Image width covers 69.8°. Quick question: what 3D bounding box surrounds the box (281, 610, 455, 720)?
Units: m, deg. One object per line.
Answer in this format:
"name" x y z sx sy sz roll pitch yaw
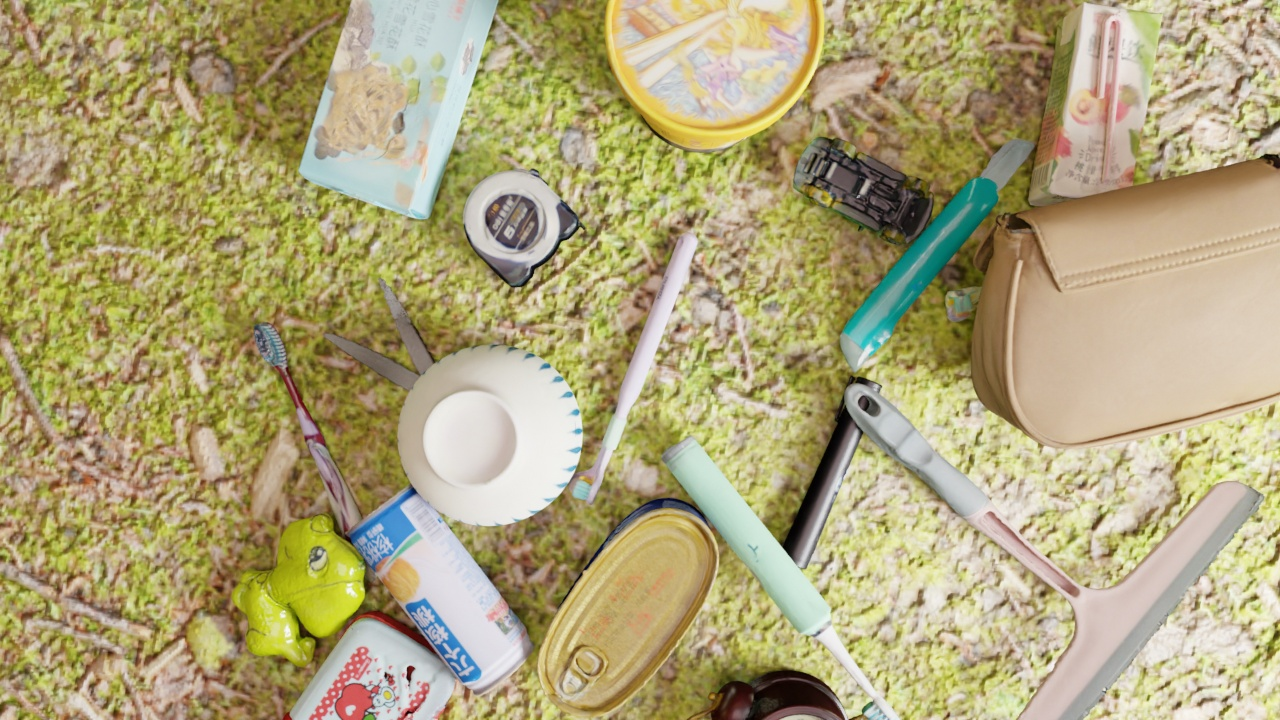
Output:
"box" -0.202 0.265 0.601 0.086 0.047 0.201 33 91 0

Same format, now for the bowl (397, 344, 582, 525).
"bowl" -0.097 0.047 0.567 0.116 0.066 0.116 0 90 3

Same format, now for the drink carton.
"drink carton" 0.286 -0.158 0.578 0.053 0.045 0.122 9 91 2

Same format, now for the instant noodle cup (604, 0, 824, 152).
"instant noodle cup" 0.041 -0.180 0.547 0.118 0.114 0.118 0 91 1

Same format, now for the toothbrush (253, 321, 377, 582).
"toothbrush" -0.214 0.061 0.608 0.016 0.017 0.187 -23 91 1

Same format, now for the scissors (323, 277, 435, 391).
"scissors" -0.129 0.028 0.610 0.178 0.014 0.159 4 90 3

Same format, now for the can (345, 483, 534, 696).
"can" -0.128 0.147 0.591 0.053 0.053 0.134 -37 91 2

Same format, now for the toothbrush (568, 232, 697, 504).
"toothbrush" -0.004 0.003 0.602 0.021 0.029 0.189 22 91 -40

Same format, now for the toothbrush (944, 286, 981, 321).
"toothbrush" 0.292 -0.057 0.595 0.189 0.029 0.020 -13 51 0

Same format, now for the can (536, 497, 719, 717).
"can" -0.008 0.156 0.591 0.074 0.049 0.148 35 92 0

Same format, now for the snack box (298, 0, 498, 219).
"snack box" -0.149 -0.184 0.582 0.074 0.051 0.175 18 93 1

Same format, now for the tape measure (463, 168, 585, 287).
"tape measure" -0.080 -0.089 0.593 0.066 0.033 0.066 -43 93 0

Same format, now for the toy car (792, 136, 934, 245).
"toy car" 0.141 -0.108 0.586 0.091 0.036 0.043 27 91 1

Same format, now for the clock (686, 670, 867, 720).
"clock" 0.085 0.247 0.589 0.122 0.055 0.082 4 92 -2

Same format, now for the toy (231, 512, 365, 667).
"toy" -0.220 0.152 0.602 0.100 0.031 0.096 -15 93 12

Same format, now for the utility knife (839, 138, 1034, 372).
"utility knife" 0.192 -0.071 0.598 0.029 0.013 0.187 40 94 -3

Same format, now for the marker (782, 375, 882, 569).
"marker" 0.124 0.073 0.601 0.022 0.020 0.132 23 92 14

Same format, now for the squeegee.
"squeegee" 0.222 0.099 0.589 0.249 0.040 0.247 41 88 -2

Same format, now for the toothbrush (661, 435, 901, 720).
"toothbrush" 0.091 0.141 0.583 0.027 0.026 0.224 -40 81 5

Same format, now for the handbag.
"handbag" 0.297 -0.033 0.546 0.204 0.099 0.148 -12 104 -1
